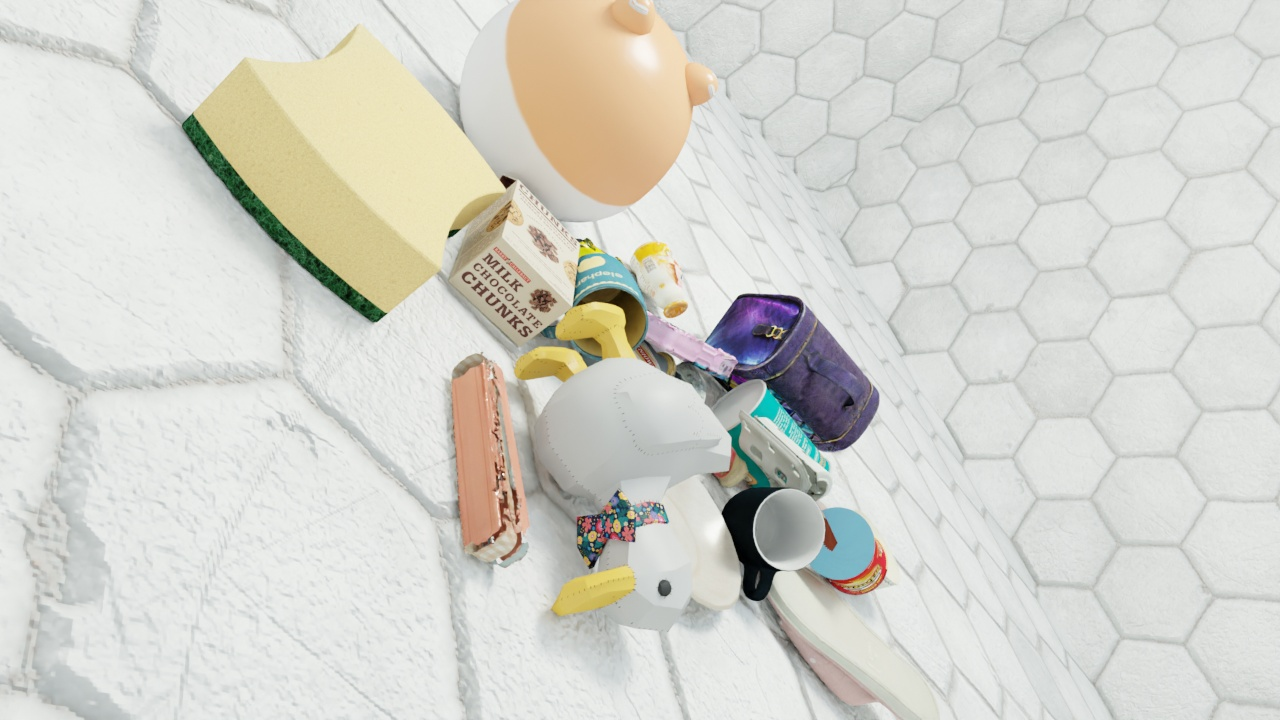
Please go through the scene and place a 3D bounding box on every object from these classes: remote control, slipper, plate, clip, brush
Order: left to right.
[{"bbox_3d":[-0.228,-0.165,0.765,0.195,0.075,0.249,49,21,-16],"label":"brush"},{"bbox_3d":[0.032,0.163,0.904,0.188,0.027,0.188,45,23,-25],"label":"plate"},{"bbox_3d":[0.054,0.036,1.146,0.060,0.028,0.114,53,21,-4],"label":"remote control"},{"bbox_3d":[0.173,0.128,1.059,0.125,0.081,0.147,48,-10,51],"label":"clip"},{"bbox_3d":[0.229,0.328,1.039,0.274,0.055,0.114,42,26,-6],"label":"slipper"}]

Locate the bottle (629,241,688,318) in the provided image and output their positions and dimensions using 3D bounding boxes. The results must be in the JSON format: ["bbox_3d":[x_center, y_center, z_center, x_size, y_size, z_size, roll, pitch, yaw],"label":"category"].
[{"bbox_3d":[0.029,-0.111,1.267,0.063,0.063,0.108,21,40,-56],"label":"bottle"}]

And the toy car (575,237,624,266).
[{"bbox_3d":[-0.059,-0.112,1.098,0.106,0.049,0.030,27,36,-49],"label":"toy car"}]

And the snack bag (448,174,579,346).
[{"bbox_3d":[-0.121,-0.117,0.937,0.094,0.070,0.206,45,22,-25],"label":"snack bag"}]

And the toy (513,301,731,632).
[{"bbox_3d":[-0.007,0.089,0.773,0.246,0.141,0.267,-9,67,-45],"label":"toy"}]

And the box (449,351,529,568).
[{"bbox_3d":[-0.120,0.068,0.695,0.053,0.058,0.186,6,44,-24],"label":"box"}]

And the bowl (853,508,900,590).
[{"bbox_3d":[0.305,0.274,1.283,0.115,0.063,0.115,45,22,-25],"label":"bowl"}]

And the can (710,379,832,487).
[{"bbox_3d":[0.160,0.110,1.162,0.144,0.099,0.099,49,21,-16],"label":"can"}]

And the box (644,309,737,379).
[{"bbox_3d":[0.017,-0.043,1.101,0.159,0.035,0.230,34,4,24],"label":"box"}]

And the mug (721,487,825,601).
[{"bbox_3d":[0.133,0.196,0.981,0.085,0.095,0.121,16,79,-17],"label":"mug"}]

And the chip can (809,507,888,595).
[{"bbox_3d":[0.253,0.236,1.124,0.087,0.087,0.213,65,8,24],"label":"chip can"}]

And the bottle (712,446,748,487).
[{"bbox_3d":[0.082,0.102,1.087,0.109,0.044,0.044,49,21,-18],"label":"bottle"}]

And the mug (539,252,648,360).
[{"bbox_3d":[-0.054,-0.058,0.940,0.104,0.112,0.084,-105,177,-57],"label":"mug"}]

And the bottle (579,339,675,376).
[{"bbox_3d":[-0.006,0.006,1.033,0.072,0.046,0.161,59,21,14],"label":"bottle"}]

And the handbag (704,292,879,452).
[{"bbox_3d":[0.209,0.015,1.246,0.205,0.125,0.222,44,-14,-33],"label":"handbag"}]

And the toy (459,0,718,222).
[{"bbox_3d":[-0.063,-0.305,1.063,0.262,0.282,0.265,38,47,-39],"label":"toy"}]
